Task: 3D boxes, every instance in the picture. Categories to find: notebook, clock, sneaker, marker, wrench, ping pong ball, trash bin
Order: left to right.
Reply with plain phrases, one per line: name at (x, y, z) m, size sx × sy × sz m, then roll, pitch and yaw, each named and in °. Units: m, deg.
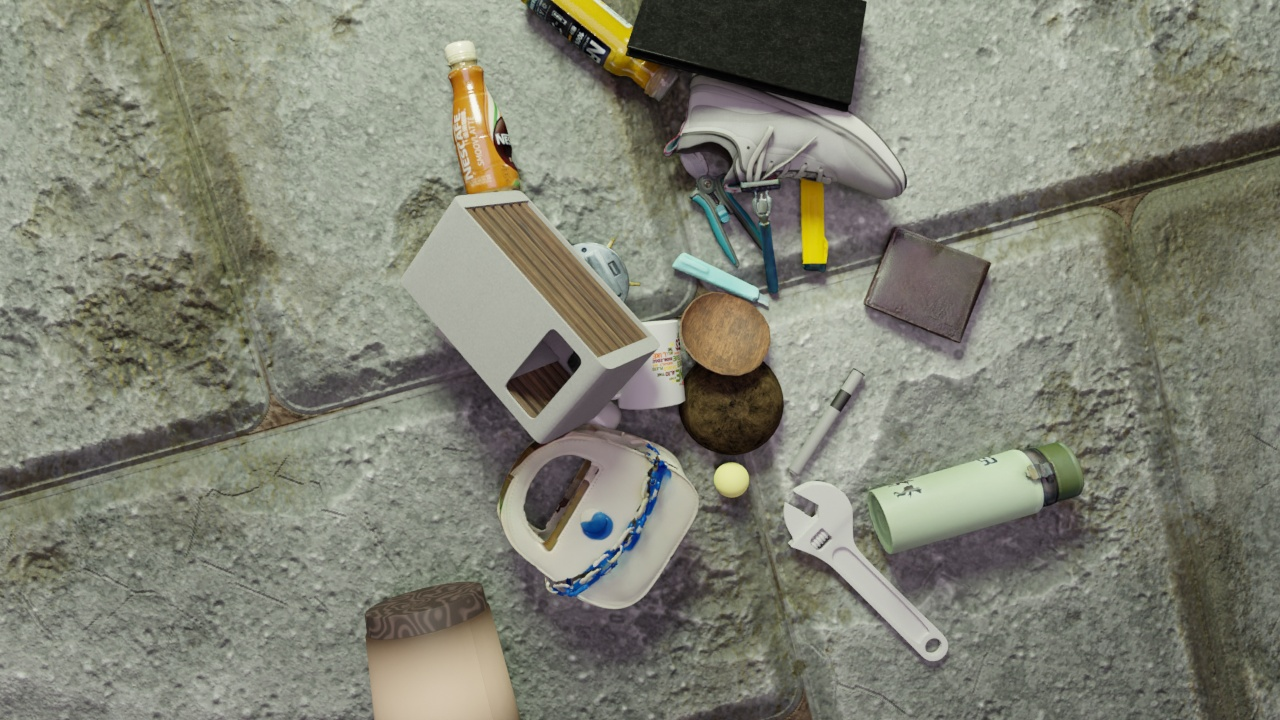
trash bin at (-0.113, -0.049, 0.936) m, size 0.229 × 0.114 × 0.115 m, roll 48°, pitch 120°, yaw 10°
clock at (-0.069, -0.078, 1.014) m, size 0.129 × 0.052 × 0.090 m, roll -29°, pitch 96°, yaw -1°
ping pong ball at (0.104, 0.136, 1.049) m, size 0.040 × 0.040 × 0.040 m, roll 0°, pitch 95°, yaw -3°
notebook at (0.116, -0.352, 0.962) m, size 0.231 × 0.019 × 0.168 m, roll 15°, pitch 60°, yaw 1°
sneaker at (0.154, -0.222, 0.983) m, size 0.263 × 0.096 × 0.129 m, roll 29°, pitch 95°, yaw 3°
marker at (0.215, 0.072, 1.061) m, size 0.016 × 0.016 × 0.140 m, roll 32°, pitch 93°, yaw -5°
wrench at (0.273, 0.249, 1.081) m, size 0.273 × 0.018 × 0.086 m, roll 44°, pitch 90°, yaw -7°

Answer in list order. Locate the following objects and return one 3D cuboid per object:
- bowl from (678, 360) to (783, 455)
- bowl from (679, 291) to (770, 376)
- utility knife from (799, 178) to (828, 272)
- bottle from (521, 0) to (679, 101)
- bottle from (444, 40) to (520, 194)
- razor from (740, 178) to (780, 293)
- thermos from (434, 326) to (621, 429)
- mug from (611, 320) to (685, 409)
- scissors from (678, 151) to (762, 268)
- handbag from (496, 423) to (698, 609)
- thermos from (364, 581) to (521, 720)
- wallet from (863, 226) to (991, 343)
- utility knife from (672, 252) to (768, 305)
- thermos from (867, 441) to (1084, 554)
bowl at (0.106, 0.051, 1.033) m, size 0.121 × 0.056 × 0.121 m, roll 0°, pitch 95°, yaw -3°
bowl at (0.091, -0.024, 1.021) m, size 0.102 × 0.026 × 0.114 m, roll 28°, pitch 53°, yaw 3°
utility knife at (0.195, -0.202, 1.032) m, size 0.030 × 0.018 × 0.207 m, roll -2°, pitch 95°, yaw -7°
bottle at (-0.042, -0.352, 0.989) m, size 0.186 × 0.053 × 0.053 m, roll 37°, pitch 92°, yaw -6°
bottle at (-0.175, -0.256, 0.988) m, size 0.059 × 0.059 × 0.167 m, roll -13°, pitch 96°, yaw -2°
razor at (0.138, -0.131, 1.000) m, size 0.042 × 0.022 × 0.144 m, roll -3°, pitch 130°, yaw 14°
thermos at (-0.121, 0.014, 1.020) m, size 0.224 × 0.052 × 0.052 m, roll 35°, pitch 93°, yaw -6°
mug at (-0.006, 0.006, 1.009) m, size 0.105 × 0.073 × 0.089 m, roll -7°, pitch 96°, yaw -18°
scissors at (0.086, -0.171, 1.030) m, size 0.132 × 0.019 × 0.148 m, roll 14°, pitch 95°, yaw -5°
handbag at (-0.051, 0.163, 0.994) m, size 0.199 × 0.093 × 0.201 m, roll 25°, pitch 103°, yaw -16°
thermos at (-0.214, 0.370, 0.999) m, size 0.172 × 0.173 × 0.226 m, roll -11°, pitch 90°, yaw -2°
wallet at (0.326, -0.087, 1.046) m, size 0.120 × 0.031 × 0.099 m, roll 21°, pitch 91°, yaw -2°
utility knife at (0.094, -0.091, 1.040) m, size 0.119 × 0.015 × 0.022 m, roll 24°, pitch 78°, yaw -5°
thermos at (0.383, 0.152, 1.044) m, size 0.231 × 0.082 × 0.082 m, roll -15°, pitch 96°, yaw -1°
